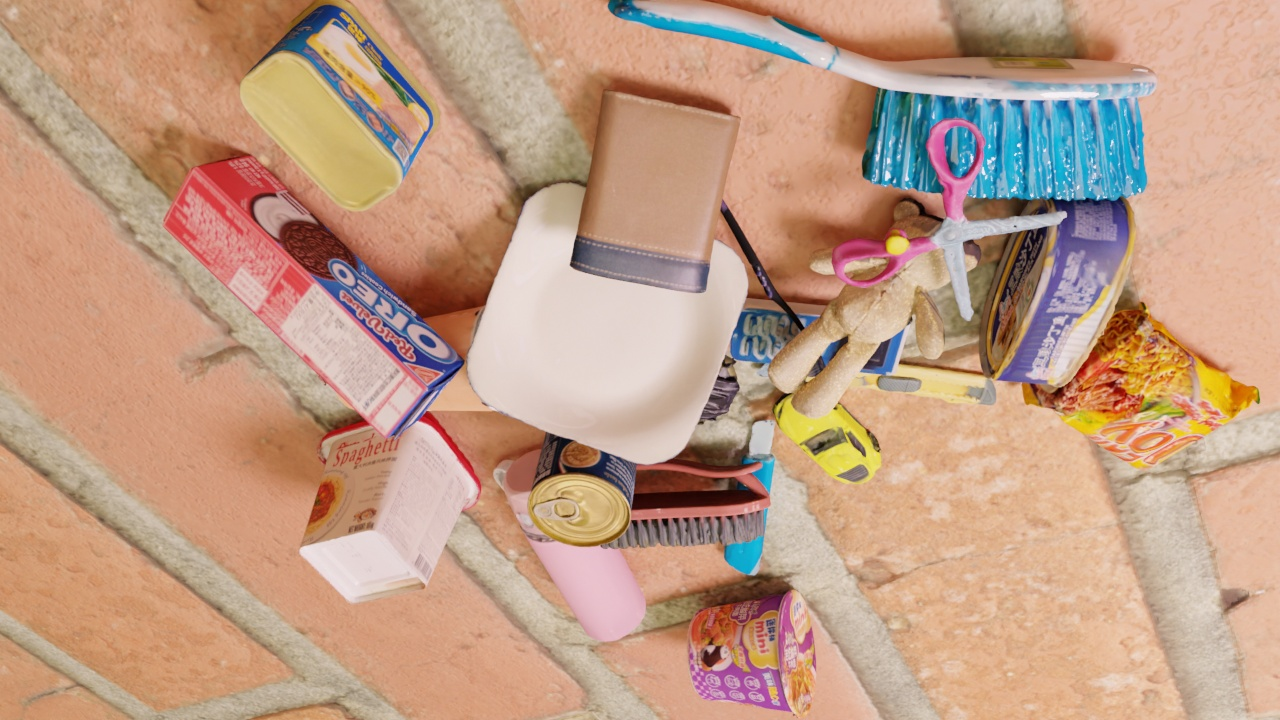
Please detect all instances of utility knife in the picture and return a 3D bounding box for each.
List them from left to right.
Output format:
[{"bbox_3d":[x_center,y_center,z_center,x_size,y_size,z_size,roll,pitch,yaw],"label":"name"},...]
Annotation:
[{"bbox_3d":[0.095,0.118,0.781,0.034,0.018,0.182,16,130,15],"label":"utility knife"},{"bbox_3d":[0.180,0.013,0.692,0.183,0.019,0.031,9,124,4],"label":"utility knife"}]

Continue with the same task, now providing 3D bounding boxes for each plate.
[{"bbox_3d":[-0.022,-0.024,0.627,0.163,0.034,0.164,22,92,-2],"label":"plate"}]

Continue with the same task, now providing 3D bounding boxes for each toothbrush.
[{"bbox_3d":[0.077,-0.062,0.616,0.016,0.014,0.189,-37,110,-6],"label":"toothbrush"}]

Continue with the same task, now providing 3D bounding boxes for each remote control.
[{"bbox_3d":[0.128,-0.018,0.661,0.125,0.024,0.049,7,130,2],"label":"remote control"}]

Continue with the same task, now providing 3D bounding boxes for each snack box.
[{"bbox_3d":[-0.214,-0.042,0.609,0.207,0.057,0.058,44,117,-1],"label":"snack box"}]

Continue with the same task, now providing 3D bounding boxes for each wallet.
[{"bbox_3d":[0.009,-0.104,0.575,0.090,0.033,0.115,10,109,-4],"label":"wallet"}]

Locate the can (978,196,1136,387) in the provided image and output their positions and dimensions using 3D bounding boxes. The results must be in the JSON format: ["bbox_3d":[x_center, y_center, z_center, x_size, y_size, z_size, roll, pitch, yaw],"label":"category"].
[{"bbox_3d":[0.263,-0.042,0.591,0.049,0.074,0.148,4,140,4],"label":"can"}]

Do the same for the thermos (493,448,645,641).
[{"bbox_3d":[-0.064,0.162,0.809,0.087,0.067,0.199,9,138,38],"label":"thermos"}]

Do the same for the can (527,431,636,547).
[{"bbox_3d":[-0.039,0.075,0.700,0.075,0.111,0.075,3,128,4],"label":"can"}]

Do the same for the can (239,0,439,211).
[{"bbox_3d":[-0.176,-0.151,0.543,0.057,0.083,0.102,-26,123,24],"label":"can"}]

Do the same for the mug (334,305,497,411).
[{"bbox_3d":[-0.161,0.004,0.680,0.123,0.078,0.078,-6,129,17],"label":"mug"}]

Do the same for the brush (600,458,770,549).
[{"bbox_3d":[0.034,0.115,0.753,0.146,0.063,0.069,-5,94,18],"label":"brush"}]

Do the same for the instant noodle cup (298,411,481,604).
[{"bbox_3d":[-0.206,0.120,0.744,0.116,0.124,0.117,-17,126,18],"label":"instant noodle cup"}]

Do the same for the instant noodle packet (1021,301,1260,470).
[{"bbox_3d":[0.358,0.025,0.663,0.128,0.044,0.111,30,130,-19],"label":"instant noodle packet"}]

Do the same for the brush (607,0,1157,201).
[{"bbox_3d":[0.138,-0.154,0.534,0.315,0.060,0.110,3,124,6],"label":"brush"}]

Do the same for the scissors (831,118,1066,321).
[{"bbox_3d":[0.177,-0.078,0.537,0.133,0.017,0.134,-7,121,17],"label":"scissors"}]

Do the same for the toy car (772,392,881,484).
[{"bbox_3d":[0.147,0.061,0.721,0.048,0.032,0.105,-33,118,29],"label":"toy car"}]

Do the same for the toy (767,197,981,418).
[{"bbox_3d":[0.149,-0.030,0.604,0.105,0.066,0.157,43,102,15],"label":"toy"}]

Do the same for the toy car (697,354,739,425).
[{"bbox_3d":[-0.004,0.004,0.681,0.158,0.042,0.070,18,128,-5],"label":"toy car"}]

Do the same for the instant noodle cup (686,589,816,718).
[{"bbox_3d":[0.102,0.273,0.858,0.099,0.111,0.112,-9,129,23],"label":"instant noodle cup"}]
